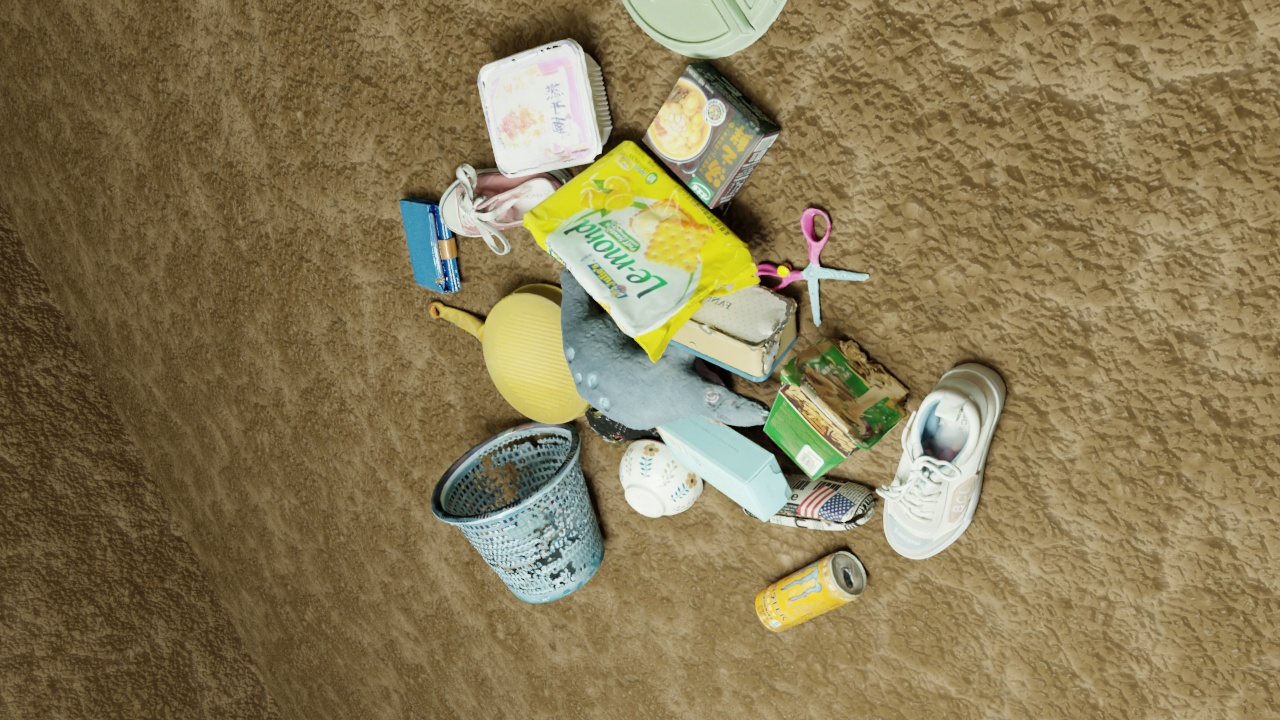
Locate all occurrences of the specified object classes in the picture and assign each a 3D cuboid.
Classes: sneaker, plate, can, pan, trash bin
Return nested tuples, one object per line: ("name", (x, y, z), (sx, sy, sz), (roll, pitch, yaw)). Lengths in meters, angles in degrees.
("sneaker", (0.295, 0.121, 0.926), (0.089, 0.090, 0.243), (29, 129, 29))
("plate", (0.054, -0.417, 0.906), (0.230, 0.027, 0.230), (20, 123, 34))
("can", (0.204, 0.281, 1.112), (0.058, 0.058, 0.146), (53, 135, 7))
("pan", (-0.190, -0.030, 1.309), (0.358, 0.078, 0.198), (15, 117, 28))
("trash bin", (-0.154, 0.226, 1.310), (0.227, 0.225, 0.195), (0, 124, 41))
("sneaker", (-0.192, -0.202, 1.190), (0.242, 0.087, 0.118), (1, 112, 40))

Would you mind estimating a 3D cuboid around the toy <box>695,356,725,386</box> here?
("toy", (0.067, 0.029, 1.116), (0.108, 0.038, 0.084), (42, 137, 22))

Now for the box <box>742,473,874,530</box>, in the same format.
("box", (0.192, 0.168, 1.062), (0.165, 0.071, 0.060), (1, 137, 44))

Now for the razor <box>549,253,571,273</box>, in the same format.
("razor", (-0.034, -0.128, 1.121), (0.168, 0.062, 0.067), (17, 91, 29))

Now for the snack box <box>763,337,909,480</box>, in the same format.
("snack box", (0.198, 0.058, 0.965), (0.118, 0.117, 0.106), (46, 138, 18))

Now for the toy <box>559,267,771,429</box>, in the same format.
("toy", (-0.007, 0.006, 1.093), (0.356, 0.137, 0.091), (33, 170, 33))

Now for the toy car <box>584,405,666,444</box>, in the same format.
("toy car", (-0.007, 0.074, 1.195), (0.156, 0.041, 0.071), (-7, 129, 42))

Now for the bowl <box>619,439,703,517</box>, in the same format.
("bowl", (0.018, 0.163, 1.189), (0.113, 0.062, 0.114), (22, 143, 17))

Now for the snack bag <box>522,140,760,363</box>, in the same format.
("snack bag", (-0.002, -0.124, 1.004), (0.246, 0.158, 0.068), (47, 170, 28))

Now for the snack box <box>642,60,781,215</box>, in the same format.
("snack box", (0.070, -0.231, 0.976), (0.113, 0.053, 0.126), (47, 129, 13))

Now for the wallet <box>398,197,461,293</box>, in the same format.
("wallet", (-0.308, -0.170, 1.345), (0.106, 0.040, 0.133), (18, 123, 44))

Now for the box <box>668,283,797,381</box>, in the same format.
("box", (0.080, -0.051, 1.020), (0.184, 0.089, 0.062), (26, 150, 33))

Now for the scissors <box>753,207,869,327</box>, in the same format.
("scissors", (0.178, -0.098, 0.971), (0.133, 0.017, 0.134), (9, 117, 33))

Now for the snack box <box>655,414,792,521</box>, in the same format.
("snack box", (0.094, 0.113, 1.074), (0.175, 0.051, 0.074), (32, 160, 47))

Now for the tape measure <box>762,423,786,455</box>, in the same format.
("tape measure", (0.169, 0.079, 1.051), (0.057, 0.039, 0.058), (47, 134, 13))

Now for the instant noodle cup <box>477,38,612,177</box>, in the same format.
("instant noodle cup", (-0.106, -0.296, 1.082), (0.174, 0.060, 0.138), (0, 107, 40))
